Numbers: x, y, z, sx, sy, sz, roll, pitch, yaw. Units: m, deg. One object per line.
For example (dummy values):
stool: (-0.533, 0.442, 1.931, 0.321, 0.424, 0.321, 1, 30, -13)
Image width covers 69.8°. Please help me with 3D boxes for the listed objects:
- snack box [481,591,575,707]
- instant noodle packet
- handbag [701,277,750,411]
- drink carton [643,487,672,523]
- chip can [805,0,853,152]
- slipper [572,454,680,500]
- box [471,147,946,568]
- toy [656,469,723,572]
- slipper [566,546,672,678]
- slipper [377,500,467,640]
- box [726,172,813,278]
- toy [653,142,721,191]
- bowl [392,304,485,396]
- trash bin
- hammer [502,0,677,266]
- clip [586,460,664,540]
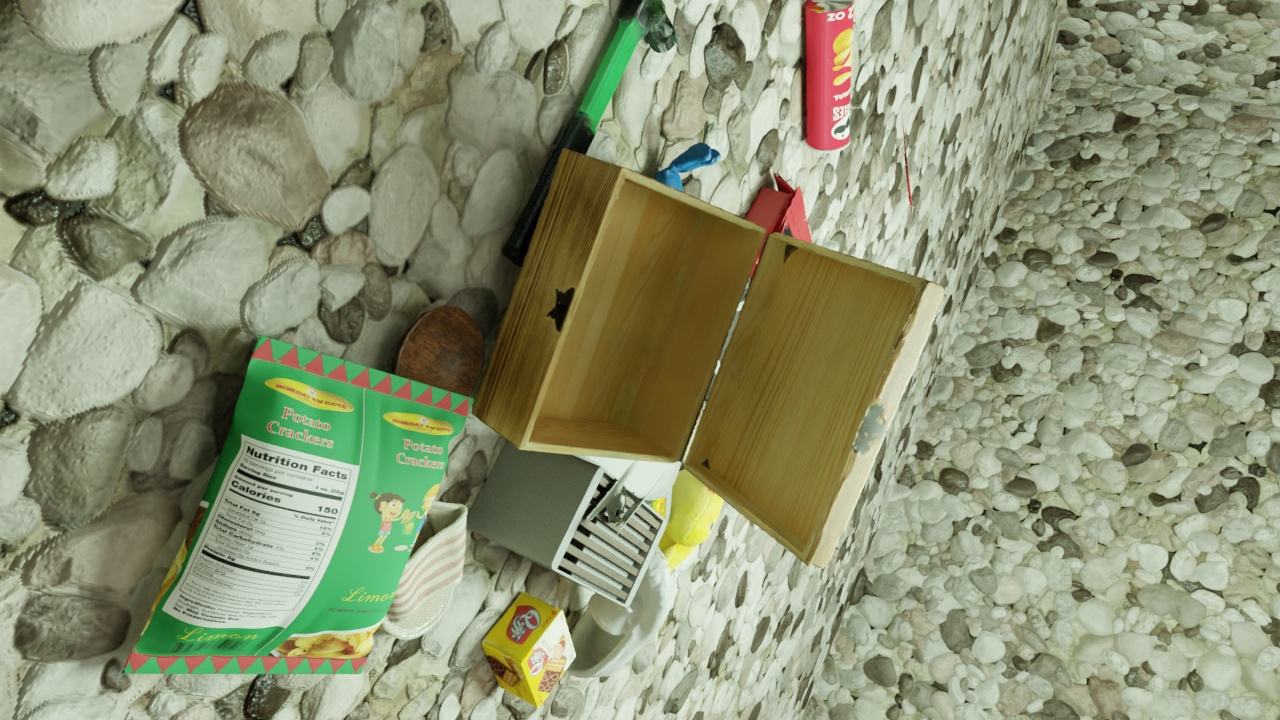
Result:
snack box: (-0.132, 0.346, 1.100, 0.083, 0.061, 0.106, -49, 145, -36)
instant noodle packet: (-0.249, 0.124, 0.705, 0.195, 0.090, 0.252, 22, 91, -48)
handbag: (0.134, -0.009, 1.312, 0.222, 0.096, 0.215, 26, 82, -68)
drink carton: (-0.011, 0.218, 1.255, 0.124, 0.048, 0.076, -32, 133, -50)
chip can: (0.281, -0.425, 1.367, 0.069, 0.069, 0.221, -49, 145, -36)
slipper: (-0.057, 0.082, 1.076, 0.265, 0.081, 0.112, 32, 71, -44)
box: (0.078, 0.001, 0.872, 0.285, 0.335, 0.279, 11, 101, -48)
toy: (0.060, 0.242, 1.361, 0.133, 0.092, 0.208, -43, 155, -75)
slipper: (-0.033, 0.330, 1.197, 0.074, 0.112, 0.247, -14, 142, -48)
slipper: (-0.213, 0.161, 0.851, 0.114, 0.052, 0.263, -42, 140, -41)
box: (0.178, -0.172, 1.431, 0.164, 0.153, 0.214, -64, 153, -19)
toy: (0.031, -0.175, 1.074, 0.112, 0.071, 0.176, -6, 122, -58)
bowl: (-0.187, -0.001, 0.826, 0.101, 0.026, 0.114, -62, 150, -16)
trash bin: (-0.076, 0.186, 1.046, 0.114, 0.114, 0.229, -64, 151, -14)
hammer: (-0.056, -0.238, 0.916, 0.318, 0.032, 0.130, -65, 153, -10)
clip: (-0.018, 0.151, 0.977, 0.101, 0.052, 0.058, -47, 115, -38)
